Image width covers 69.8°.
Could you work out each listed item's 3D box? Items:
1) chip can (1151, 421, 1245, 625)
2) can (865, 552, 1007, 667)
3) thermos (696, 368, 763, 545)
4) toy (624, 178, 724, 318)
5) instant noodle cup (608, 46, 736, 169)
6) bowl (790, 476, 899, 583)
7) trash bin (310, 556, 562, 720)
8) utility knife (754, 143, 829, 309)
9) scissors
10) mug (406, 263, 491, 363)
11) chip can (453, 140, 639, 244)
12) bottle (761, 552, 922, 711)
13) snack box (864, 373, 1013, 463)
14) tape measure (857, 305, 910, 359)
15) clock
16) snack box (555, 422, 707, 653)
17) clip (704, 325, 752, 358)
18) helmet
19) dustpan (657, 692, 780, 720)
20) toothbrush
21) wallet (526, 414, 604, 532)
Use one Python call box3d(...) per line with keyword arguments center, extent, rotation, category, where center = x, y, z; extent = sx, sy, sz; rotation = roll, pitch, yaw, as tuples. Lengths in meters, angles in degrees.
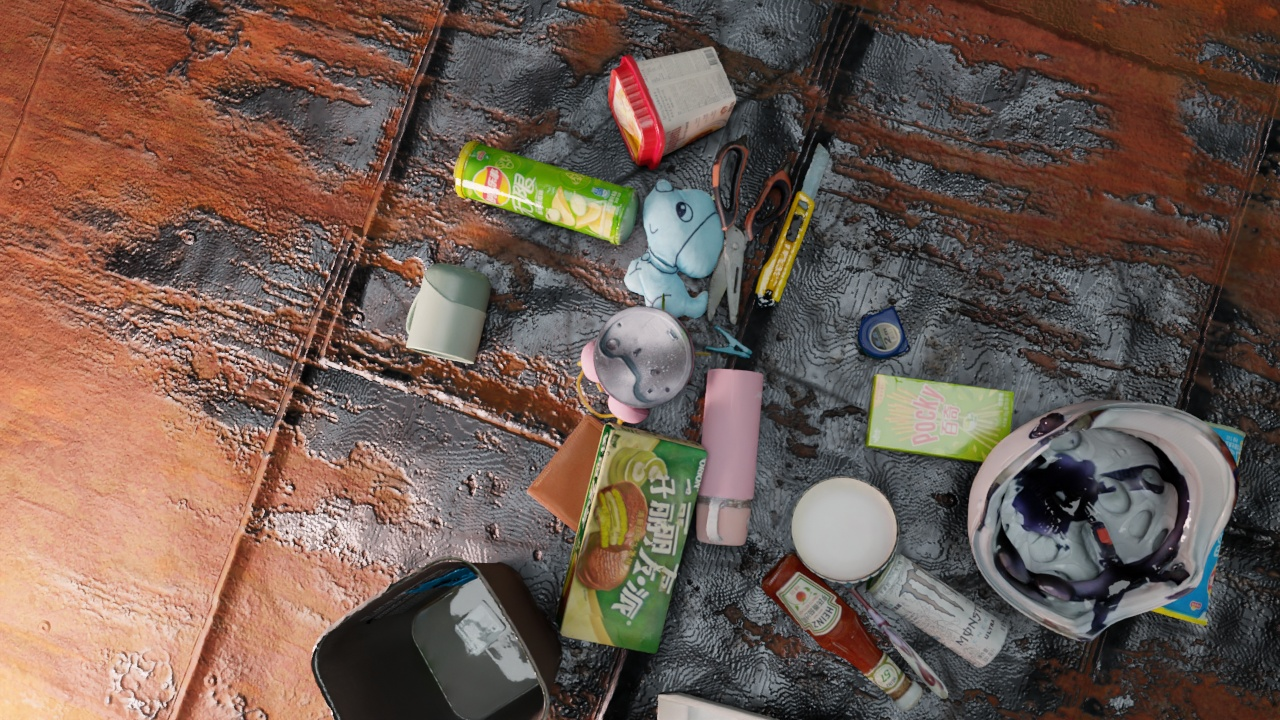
box3d(center=(0.594, 0.173, 0.994), extent=(0.071, 0.071, 0.210), rotation=(15, 85, 7), category="chip can")
box3d(center=(0.327, 0.274, 1.016), extent=(0.147, 0.058, 0.058), rotation=(34, 87, 8), category="can")
box3d(center=(0.097, 0.109, 1.045), extent=(0.067, 0.087, 0.198), rotation=(5, 82, 19), category="thermos")
box3d(center=(0.046, -0.134, 1.097), extent=(0.156, 0.050, 0.161), rotation=(-37, 94, -3), category="toy")
box3d(center=(0.038, -0.306, 1.092), extent=(0.124, 0.116, 0.116), rotation=(-21, 82, -9), category="instant noodle cup")
box3d(center=(0.229, 0.193, 1.024), extent=(0.116, 0.066, 0.116), rotation=(-6, 67, 15), category="bowl")
box3d(center=(-0.194, 0.319, 0.983), extent=(0.199, 0.220, 0.198), rotation=(-32, 82, 2), category="trash bin")
box3d(center=(0.183, -0.161, 1.103), extent=(0.033, 0.015, 0.218), rotation=(21, 86, 5), category="utility knife")
box3d(center=(0.124, -0.155, 1.090), extent=(0.213, 0.015, 0.197), rotation=(-34, 103, -17), category="scissors")
box3d(center=(-0.238, -0.058, 1.107), extent=(0.112, 0.082, 0.106), rotation=(8, 83, 38), category="mug")
box3d(center=(-0.111, -0.202, 1.109), extent=(0.221, 0.072, 0.072), rotation=(18, 85, 7), category="chip can")
box3d(center=(0.225, 0.304, 1.022), extent=(0.206, 0.060, 0.060), rotation=(43, 89, 9), category="bottle")
box3d(center=(0.343, 0.068, 1.055), extent=(0.156, 0.026, 0.085), rotation=(8, 83, 7), category="snack box")
box3d(center=(0.282, -0.029, 1.073), extent=(0.054, 0.025, 0.058), rotation=(-19, 78, 5), category="tape measure")
box3d(center=(-0.006, 0.006, 1.072), extent=(0.159, 0.059, 0.117), rotation=(-38, 85, 12), category="clock")
box3d(center=(-0.012, 0.198, 1.032), extent=(0.114, 0.063, 0.240), rotation=(15, 90, -11), category="snack box")
box3d(center=(0.107, -0.017, 1.095), extent=(0.055, 0.013, 0.034), rotation=(21, 87, 7), category="clip")
box3d(center=(0.465, 0.146, 0.966), extent=(0.229, 0.145, 0.259), rotation=(43, 100, -6), category="helmet")
box3d(center=(0.138, 0.488, 0.970), extent=(0.258, 0.142, 0.222), rotation=(2, 83, 5), category="dustpan")
box3d(center=(0.281, 0.306, 1.037), extent=(0.016, 0.017, 0.187), rotation=(-41, 81, 0), category="toothbrush")
box3d(center=(-0.060, 0.138, 1.086), extent=(0.101, 0.032, 0.124), rotation=(38, 87, 11), category="wallet")
